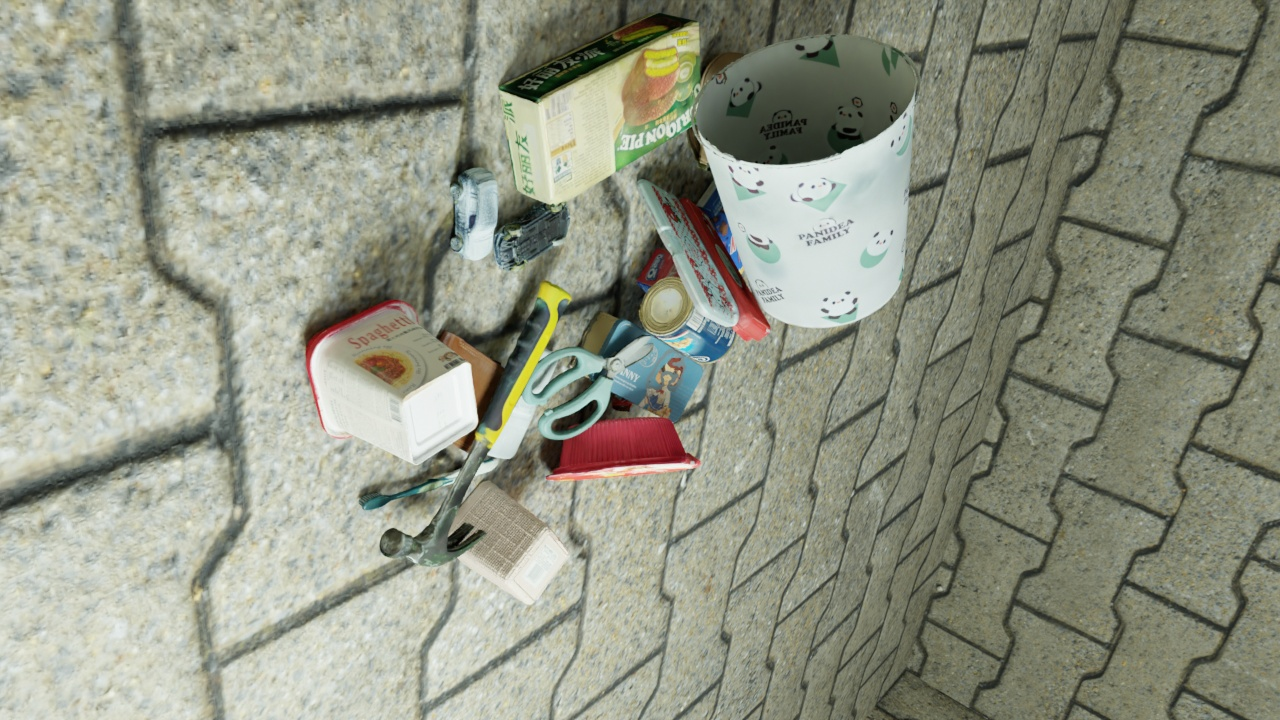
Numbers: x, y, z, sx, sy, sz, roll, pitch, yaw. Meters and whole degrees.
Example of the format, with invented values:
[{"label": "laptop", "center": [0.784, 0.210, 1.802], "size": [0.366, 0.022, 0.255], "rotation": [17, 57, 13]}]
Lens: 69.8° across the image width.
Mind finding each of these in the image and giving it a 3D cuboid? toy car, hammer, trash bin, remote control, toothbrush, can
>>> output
[{"label": "toy car", "center": [-0.113, -0.131, 0.946], "size": [0.105, 0.031, 0.049], "rotation": [-39, 144, -41]}, {"label": "hammer", "center": [-0.157, 0.067, 0.970], "size": [0.323, 0.032, 0.126], "rotation": [-64, 151, -6]}, {"label": "toy car", "center": [-0.157, -0.139, 0.880], "size": [0.042, 0.034, 0.091], "rotation": [-28, 134, -47]}, {"label": "trash bin", "center": [0.191, -0.186, 1.014], "size": [0.229, 0.230, 0.252], "rotation": [-47, 142, -24]}, {"label": "remote control", "center": [-0.139, 0.047, 1.044], "size": [0.055, 0.020, 0.136], "rotation": [23, 93, -58]}, {"label": "toothbrush", "center": [-0.224, 0.130, 0.991], "size": [0.191, 0.018, 0.016], "rotation": [-14, 123, -53]}, {"label": "can", "center": [0.058, -0.048, 1.107], "size": [0.111, 0.075, 0.075], "rotation": [29, 87, -52]}]

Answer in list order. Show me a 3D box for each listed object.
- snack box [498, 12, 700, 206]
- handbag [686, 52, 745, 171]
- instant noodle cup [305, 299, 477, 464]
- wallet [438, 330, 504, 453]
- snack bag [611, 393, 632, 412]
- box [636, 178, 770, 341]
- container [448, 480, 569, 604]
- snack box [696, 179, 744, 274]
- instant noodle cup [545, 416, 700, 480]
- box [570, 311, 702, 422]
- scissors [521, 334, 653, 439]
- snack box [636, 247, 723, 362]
[{"label": "snack box", "center": [-0.032, -0.262, 0.941], "size": [0.239, 0.063, 0.115], "rotation": [-39, 140, -34]}, {"label": "handbag", "center": [0.145, -0.294, 1.131], "size": [0.204, 0.100, 0.148], "rotation": [4, 109, -45]}, {"label": "instant noodle cup", "center": [-0.217, 0.024, 0.822], "size": [0.116, 0.124, 0.117], "rotation": [-33, 137, -38]}, {"label": "wallet", "center": [-0.189, 0.035, 0.960], "size": [0.101, 0.032, 0.124], "rotation": [-61, 148, -9]}, {"label": "snack bag", "center": [-0.011, 0.019, 1.199], "size": [0.045, 0.026, 0.105], "rotation": [7, 104, -50]}, {"label": "box", "center": [0.074, -0.119, 1.086], "size": [0.038, 0.201, 0.157], "rotation": [-34, 153, 18]}, {"label": "container", "center": [-0.152, 0.212, 1.056], "size": [0.089, 0.111, 0.090], "rotation": [-51, 145, -19]}, {"label": "snack box", "center": [0.126, -0.188, 1.247], "size": [0.084, 0.026, 0.157], "rotation": [-55, 147, -17]}, {"label": "instant noodle cup", "center": [-0.023, 0.109, 1.135], "size": [0.193, 0.194, 0.065], "rotation": [10, 73, -56]}, {"label": "box", "center": [-0.007, 0.007, 1.138], "size": [0.184, 0.060, 0.090], "rotation": [27, 89, -45]}, {"label": "scissors", "center": [-0.050, 0.029, 1.063], "size": [0.179, 0.019, 0.139], "rotation": [-24, 122, -21]}, {"label": "snack box", "center": [0.066, -0.068, 1.219], "size": [0.058, 0.057, 0.207], "rotation": [-59, 147, -11]}]
